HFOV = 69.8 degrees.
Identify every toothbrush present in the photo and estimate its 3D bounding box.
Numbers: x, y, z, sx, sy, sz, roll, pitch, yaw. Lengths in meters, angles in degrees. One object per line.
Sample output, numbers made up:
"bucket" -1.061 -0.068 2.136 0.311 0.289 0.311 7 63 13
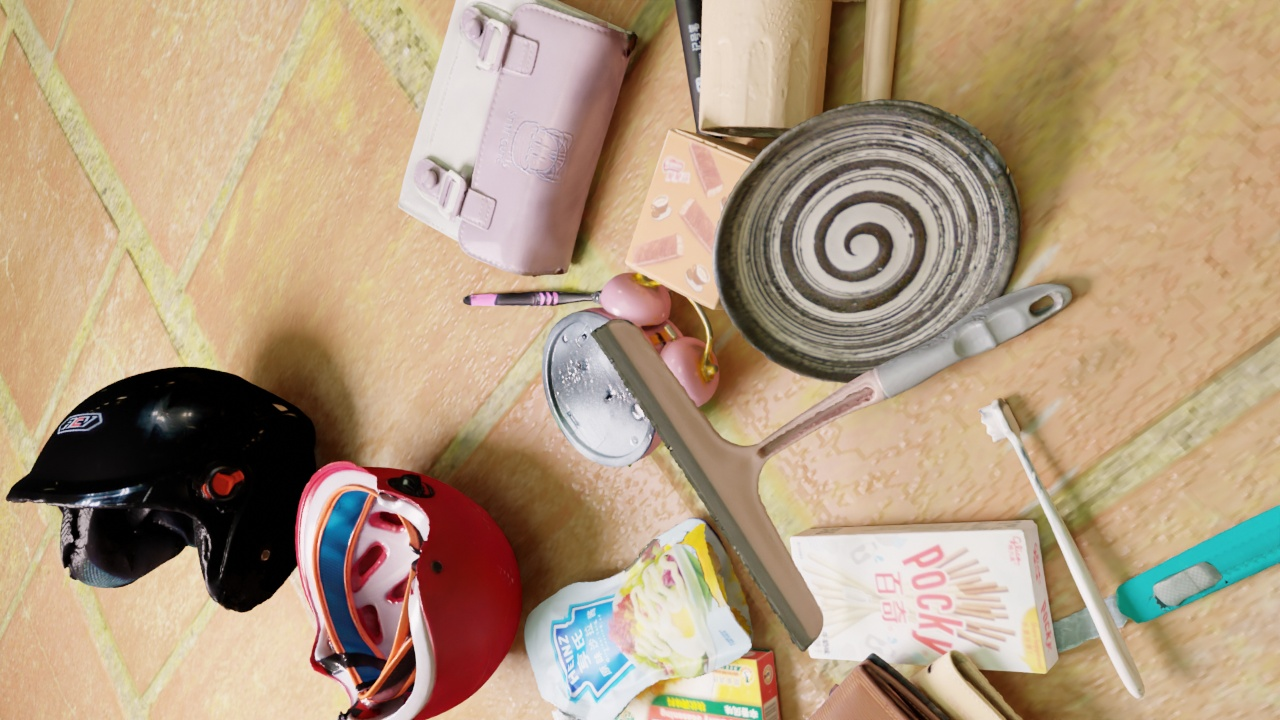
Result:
"toothbrush" 0.242 0.106 0.531 0.016 0.016 0.180 -37 68 42
"toothbrush" -0.086 -0.051 0.762 0.190 0.017 0.014 2 97 37

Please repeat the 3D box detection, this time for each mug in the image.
"mug" 0.099 -0.197 0.583 0.125 0.084 0.103 4 99 9

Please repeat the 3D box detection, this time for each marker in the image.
"marker" 0.043 -0.198 0.653 0.022 0.020 0.132 173 89 -66

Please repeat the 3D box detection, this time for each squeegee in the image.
"squeegee" 0.142 0.020 0.561 0.250 0.040 0.247 -31 98 13

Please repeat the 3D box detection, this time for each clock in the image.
"clock" -0.004 0.004 0.665 0.117 0.059 0.159 55 135 15

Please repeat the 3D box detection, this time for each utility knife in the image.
"utility knife" 0.299 0.119 0.498 0.217 0.013 0.029 -44 66 35

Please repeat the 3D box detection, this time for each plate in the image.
"plate" 0.133 -0.068 0.545 0.179 0.024 0.180 1 122 2

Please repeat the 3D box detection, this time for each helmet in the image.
"helmet" -0.193 0.192 0.790 0.240 0.143 0.207 45 118 40
"helmet" -0.447 0.116 0.892 0.234 0.274 0.229 -2 66 26

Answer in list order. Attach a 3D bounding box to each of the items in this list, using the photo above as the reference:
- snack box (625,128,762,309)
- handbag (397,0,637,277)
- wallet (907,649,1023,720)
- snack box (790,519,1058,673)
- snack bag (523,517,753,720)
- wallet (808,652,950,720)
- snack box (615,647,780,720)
"snack box" 0.059 -0.091 0.604 0.077 0.092 0.094 31 111 32
"handbag" -0.097 -0.182 0.713 0.145 0.098 0.197 30 112 24
"wallet" 0.191 0.236 0.569 0.087 0.024 0.115 50 137 18
"snack box" 0.174 0.148 0.583 0.157 0.026 0.084 -11 88 39
"snack bag" -0.010 0.204 0.692 0.191 0.038 0.110 -34 65 23
"wallet" 0.153 0.251 0.578 0.101 0.032 0.125 45 138 24
"snack box" 0.031 0.254 0.699 0.156 0.027 0.077 -7 90 37
